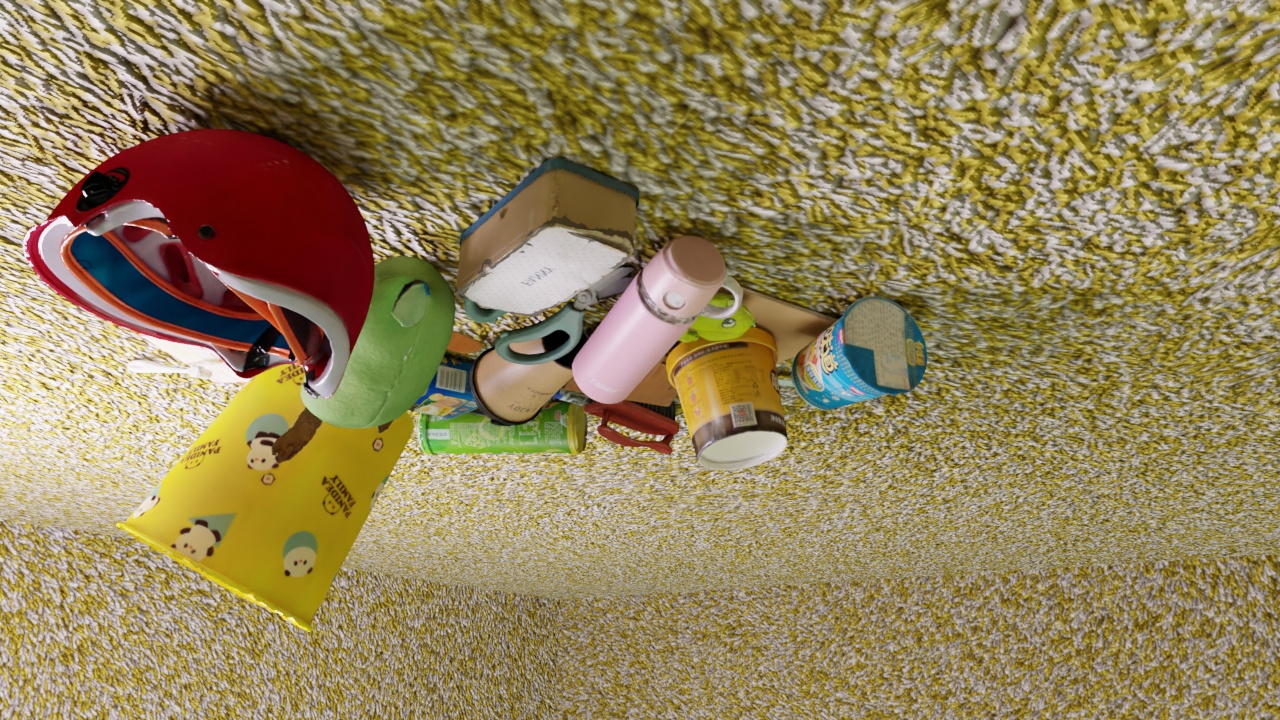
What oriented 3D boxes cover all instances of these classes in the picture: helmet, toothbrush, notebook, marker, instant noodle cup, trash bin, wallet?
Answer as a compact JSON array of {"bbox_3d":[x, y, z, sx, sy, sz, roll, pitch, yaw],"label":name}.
[{"bbox_3d":[-0.301,-0.085,0.669,0.240,0.143,0.207,11,153,17],"label":"helmet"},{"bbox_3d":[-0.555,0.010,1.076,0.180,0.016,0.016,3,163,36],"label":"toothbrush"},{"bbox_3d":[0.096,-0.036,0.941,0.207,0.008,0.148,15,156,-31],"label":"notebook"},{"bbox_3d":[-0.072,0.051,1.180,0.145,0.016,0.017,19,154,-38],"label":"marker"},{"bbox_3d":[0.093,0.042,0.941,0.118,0.114,0.119,-7,150,-4],"label":"instant noodle cup"},{"bbox_3d":[-0.400,0.135,1.031,0.230,0.254,0.230,23,156,11],"label":"trash bin"},{"bbox_3d":[0.206,0.001,0.900,0.099,0.099,0.110,10,159,-21],"label":"instant noodle cup"},{"bbox_3d":[-0.006,0.006,1.003,0.130,0.035,0.119,11,147,-22],"label":"wallet"}]

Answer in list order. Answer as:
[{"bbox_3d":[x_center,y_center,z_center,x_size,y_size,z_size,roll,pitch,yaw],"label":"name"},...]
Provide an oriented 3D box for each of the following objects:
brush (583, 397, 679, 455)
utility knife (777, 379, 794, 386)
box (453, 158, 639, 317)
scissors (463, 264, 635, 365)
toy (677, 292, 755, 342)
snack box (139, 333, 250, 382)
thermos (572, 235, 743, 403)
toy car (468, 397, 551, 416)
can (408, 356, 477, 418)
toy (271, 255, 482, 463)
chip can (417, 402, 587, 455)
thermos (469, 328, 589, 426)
[{"bbox_3d":[-0.003,0.078,1.168,0.063,0.069,0.145,-13,155,37],"label":"brush"},{"bbox_3d":[0.079,0.015,1.062,0.218,0.018,0.034,8,157,-12],"label":"utility knife"},{"bbox_3d":[-0.076,-0.094,0.735,0.089,0.061,0.185,16,153,-34],"label":"box"},{"bbox_3d":[-0.072,-0.044,0.868,0.180,0.019,0.144,-11,129,11],"label":"scissors"},{"bbox_3d":[0.060,-0.039,0.877,0.100,0.031,0.097,6,156,5],"label":"toy"},{"bbox_3d":[-0.487,-0.011,1.044,0.077,0.027,0.156,0,159,6],"label":"snack box"},{"bbox_3d":[0.014,-0.030,0.830,0.087,0.067,0.199,29,139,-12],"label":"thermos"},{"bbox_3d":[-0.170,0.040,1.122,0.070,0.042,0.159,19,153,-38],"label":"toy car"},{"bbox_3d":[-0.240,0.031,1.089,0.083,0.057,0.102,15,157,-37],"label":"can"},{"bbox_3d":[-0.243,-0.002,0.839,0.226,0.090,0.247,-8,146,-46],"label":"toy"},{"bbox_3d":[-0.185,0.090,1.217,0.221,0.072,0.072,-1,159,9],"label":"chip can"},{"bbox_3d":[-0.117,0.010,0.980,0.093,0.093,0.144,17,148,-34],"label":"thermos"}]
